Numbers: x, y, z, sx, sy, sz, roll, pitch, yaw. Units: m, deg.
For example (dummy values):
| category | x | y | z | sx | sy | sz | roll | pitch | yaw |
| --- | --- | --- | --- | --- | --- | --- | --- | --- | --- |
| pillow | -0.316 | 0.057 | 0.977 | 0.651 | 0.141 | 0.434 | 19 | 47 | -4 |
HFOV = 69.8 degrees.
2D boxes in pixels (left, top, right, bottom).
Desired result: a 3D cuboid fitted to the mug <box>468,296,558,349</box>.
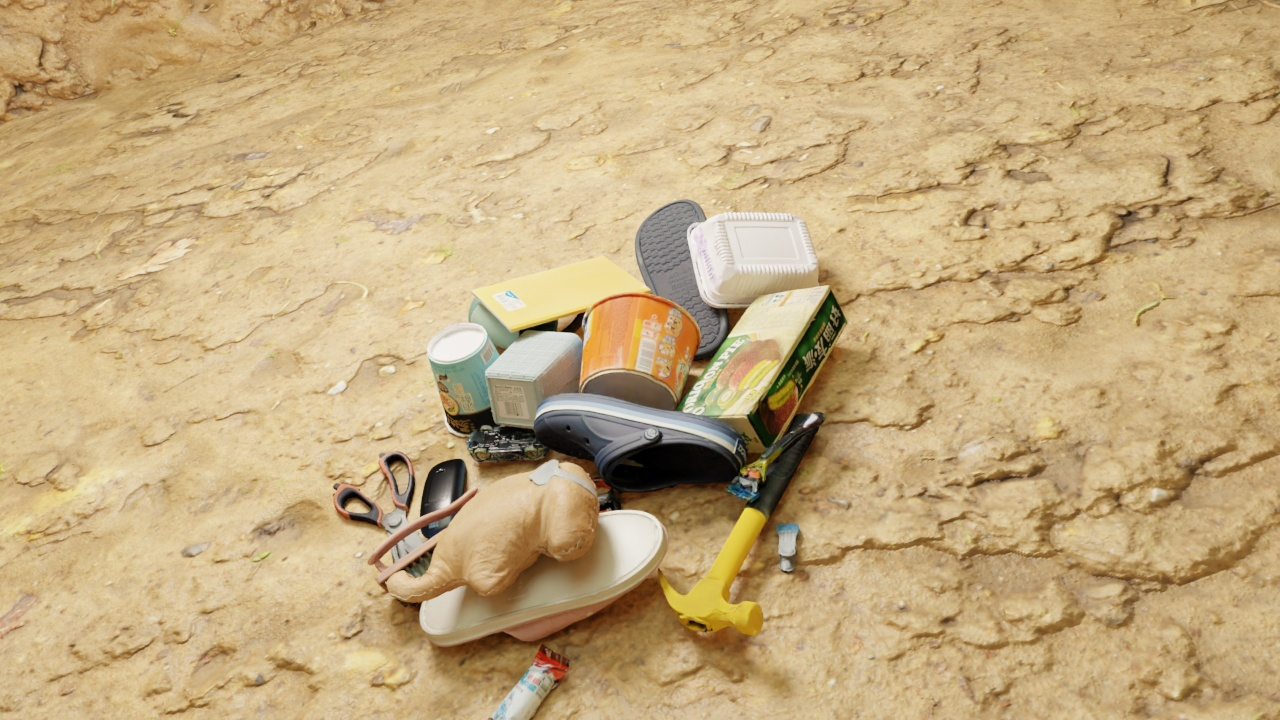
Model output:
| category | x | y | z | sx | sy | sz | roll | pitch | yaw |
| --- | --- | --- | --- | --- | --- | --- | --- | --- | --- |
| mug | -0.188 | -0.046 | 1.286 | 0.106 | 0.082 | 0.111 | 17 | 67 | 32 |

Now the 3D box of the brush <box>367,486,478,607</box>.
| category | x | y | z | sx | sy | sz | roll | pitch | yaw |
| --- | --- | --- | --- | --- | --- | --- | --- | --- | --- |
| brush | -0.222 | 0.201 | 1.006 | 0.145 | 0.063 | 0.073 | -35 | 73 | -16 |

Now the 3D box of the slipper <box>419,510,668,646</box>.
| category | x | y | z | sx | sy | sz | roll | pitch | yaw |
| --- | --- | --- | --- | --- | --- | --- | --- | --- | --- |
| slipper | -0.097 | 0.233 | 0.950 | 0.274 | 0.054 | 0.114 | -21 | 38 | 4 |

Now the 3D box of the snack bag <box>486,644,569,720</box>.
| category | x | y | z | sx | sy | sz | roll | pitch | yaw |
| --- | --- | --- | --- | --- | --- | --- | --- | --- | --- |
| snack bag | -0.111 | 0.322 | 0.876 | 0.048 | 0.026 | 0.104 | 9 | 45 | 44 |

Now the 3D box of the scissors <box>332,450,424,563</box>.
| category | x | y | z | sx | sy | sz | roll | pitch | yaw |
| --- | --- | --- | --- | --- | --- | --- | --- | --- | --- |
| scissors | -0.308 | 0.188 | 1.105 | 0.214 | 0.015 | 0.196 | 3 | 43 | 20 |

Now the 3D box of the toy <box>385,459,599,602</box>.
| category | x | y | z | sx | sy | sz | roll | pitch | yaw |
| --- | --- | --- | --- | --- | --- | --- | --- | --- | --- |
| toy | -0.146 | 0.179 | 0.930 | 0.226 | 0.082 | 0.143 | -25 | 24 | 6 |

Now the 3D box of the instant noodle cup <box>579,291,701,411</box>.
| category | x | y | z | sx | sy | sz | roll | pitch | yaw |
| --- | --- | --- | --- | --- | --- | --- | --- | --- | --- |
| instant noodle cup | -0.007 | 0.007 | 1.119 | 0.151 | 0.151 | 0.111 | -2 | 50 | 16 |

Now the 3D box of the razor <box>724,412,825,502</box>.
| category | x | y | z | sx | sy | sz | roll | pitch | yaw |
| --- | --- | --- | --- | --- | --- | --- | --- | --- | --- |
| razor | 0.150 | 0.097 | 0.988 | 0.142 | 0.022 | 0.043 | -38 | 30 | -22 |

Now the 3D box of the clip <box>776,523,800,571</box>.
| category | x | y | z | sx | sy | sz | roll | pitch | yaw |
| --- | --- | --- | --- | --- | --- | --- | --- | --- | --- |
| clip | 0.153 | 0.192 | 0.949 | 0.024 | 0.028 | 0.056 | -3 | 33 | 11 |

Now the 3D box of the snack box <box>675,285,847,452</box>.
| category | x | y | z | sx | sy | sz | roll | pitch | yaw |
| --- | --- | --- | --- | --- | --- | --- | --- | --- | --- |
| snack box | 0.147 | 0.008 | 1.097 | 0.115 | 0.063 | 0.239 | -6 | 36 | 43 |

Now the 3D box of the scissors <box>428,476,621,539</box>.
| category | x | y | z | sx | sy | sz | roll | pitch | yaw |
| --- | --- | --- | --- | --- | --- | --- | --- | --- | --- |
| scissors | -0.132 | 0.190 | 1.037 | 0.234 | 0.022 | 0.125 | -24 | 41 | -10 |

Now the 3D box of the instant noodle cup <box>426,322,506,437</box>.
| category | x | y | z | sx | sy | sz | roll | pitch | yaw |
| --- | --- | --- | --- | --- | --- | --- | --- | --- | --- |
| instant noodle cup | -0.221 | 0.019 | 1.185 | 0.111 | 0.120 | 0.111 | -9 | 40 | 8 |

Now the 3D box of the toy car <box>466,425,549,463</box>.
| category | x | y | z | sx | sy | sz | roll | pitch | yaw |
| --- | --- | --- | --- | --- | --- | --- | --- | --- | --- |
| toy car | -0.163 | 0.105 | 1.137 | 0.105 | 0.031 | 0.048 | -2 | 38 | 6 |

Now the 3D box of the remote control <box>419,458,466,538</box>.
| category | x | y | z | sx | sy | sz | roll | pitch | yaw |
| --- | --- | --- | --- | --- | --- | --- | --- | --- | --- |
| remote control | -0.237 | 0.158 | 1.098 | 0.053 | 0.024 | 0.136 | -16 | 33 | 5 |

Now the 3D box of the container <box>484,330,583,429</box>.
| category | x | y | z | sx | sy | sz | roll | pitch | yaw |
| --- | --- | --- | --- | --- | --- | --- | --- | --- | --- |
| container | -0.131 | 0.026 | 1.150 | 0.090 | 0.090 | 0.111 | 4 | 27 | 23 |

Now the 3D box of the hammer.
| category | x | y | z | sx | sy | sz | roll | pitch | yaw |
| --- | --- | --- | --- | --- | --- | --- | --- | --- | --- |
| hammer | 0.120 | 0.162 | 0.963 | 0.129 | 0.033 | 0.299 | -2 | 36 | 39 |

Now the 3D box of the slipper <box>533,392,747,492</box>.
| category | x | y | z | sx | sy | sz | roll | pitch | yaw |
| --- | --- | --- | --- | --- | --- | --- | --- | --- | --- |
| slipper | -0.007 | 0.106 | 1.035 | 0.253 | 0.105 | 0.095 | 7 | 50 | 21 |

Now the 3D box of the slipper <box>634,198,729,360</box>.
| category | x | y | z | sx | sy | sz | roll | pitch | yaw |
| --- | --- | --- | --- | --- | --- | --- | --- | --- | --- |
| slipper | 0.063 | -0.104 | 1.278 | 0.111 | 0.083 | 0.267 | -17 | 58 | 8 |

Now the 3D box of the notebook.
| category | x | y | z | sx | sy | sz | roll | pitch | yaw |
| --- | --- | --- | --- | --- | --- | --- | --- | --- | --- |
| notebook | -0.109 | -0.095 | 1.251 | 0.206 | 0.010 | 0.146 | -18 | 32 | -24 |

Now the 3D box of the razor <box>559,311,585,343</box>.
| category | x | y | z | sx | sy | sz | roll | pitch | yaw |
| --- | --- | --- | --- | --- | --- | --- | --- | --- | --- |
| razor | -0.082 | -0.031 | 1.258 | 0.067 | 0.062 | 0.167 | 40 | 66 | 10 |

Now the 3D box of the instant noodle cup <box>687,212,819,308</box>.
| category | x | y | z | sx | sy | sz | roll | pitch | yaw |
| --- | --- | --- | --- | --- | --- | --- | --- | --- | --- |
| instant noodle cup | 0.159 | -0.141 | 1.221 | 0.173 | 0.060 | 0.137 | -3 | 61 | -16 |
